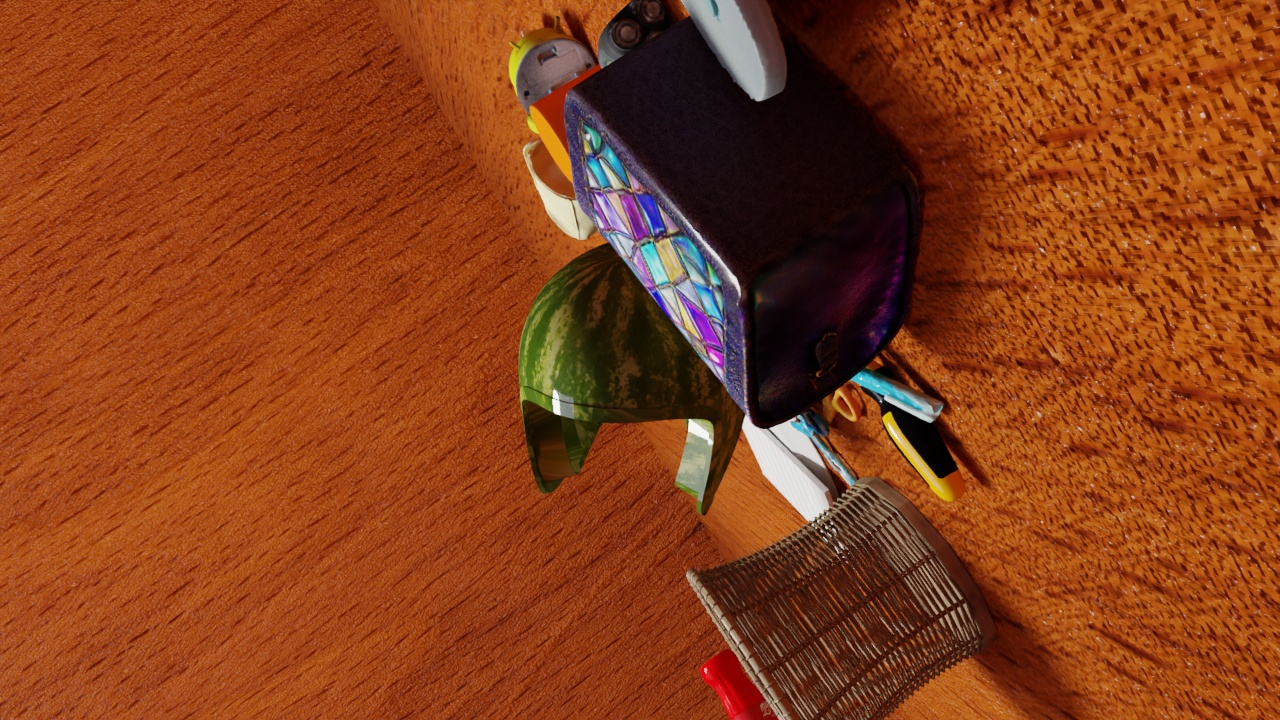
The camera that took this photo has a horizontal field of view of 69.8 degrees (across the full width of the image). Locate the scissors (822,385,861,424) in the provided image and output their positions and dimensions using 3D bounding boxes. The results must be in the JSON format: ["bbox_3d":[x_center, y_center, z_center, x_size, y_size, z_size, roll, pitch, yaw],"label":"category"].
[{"bbox_3d":[0.169,0.036,0.820,0.064,0.013,0.128,51,174,16],"label":"scissors"}]

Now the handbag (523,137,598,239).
[{"bbox_3d":[-0.052,-0.193,0.920,0.081,0.111,0.119,44,173,8],"label":"handbag"}]

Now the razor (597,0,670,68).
[{"bbox_3d":[0.010,-0.207,0.692,0.067,0.054,0.151,42,172,30],"label":"razor"}]

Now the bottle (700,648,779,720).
[{"bbox_3d":[0.099,0.314,0.809,0.119,0.036,0.036,54,173,22],"label":"bottle"}]

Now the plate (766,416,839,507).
[{"bbox_3d":[0.160,0.088,1.110,0.242,0.016,0.243,56,173,9],"label":"plate"}]

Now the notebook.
[{"bbox_3d":[0.182,0.144,1.096,0.209,0.009,0.143,47,168,54],"label":"notebook"}]

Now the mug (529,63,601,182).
[{"bbox_3d":[-0.037,-0.208,0.795,0.077,0.096,0.112,59,173,-14],"label":"mug"}]

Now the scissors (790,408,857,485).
[{"bbox_3d":[0.173,0.070,0.922,0.134,0.011,0.138,53,177,25],"label":"scissors"}]

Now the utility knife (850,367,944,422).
[{"bbox_3d":[0.131,-0.003,0.655,0.181,0.015,0.022,30,164,29],"label":"utility knife"}]

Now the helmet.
[{"bbox_3d":[-0.005,0.005,0.857,0.247,0.213,0.242,81,-159,-46],"label":"helmet"}]

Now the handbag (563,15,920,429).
[{"bbox_3d":[0.058,-0.081,0.575,0.205,0.125,0.222,52,170,23],"label":"handbag"}]

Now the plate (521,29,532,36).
[{"bbox_3d":[-0.091,-0.306,0.974,0.104,0.026,0.104,-24,-91,-83],"label":"plate"}]

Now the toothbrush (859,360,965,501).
[{"bbox_3d":[0.170,0.015,0.660,0.196,0.031,0.031,59,143,19],"label":"toothbrush"}]

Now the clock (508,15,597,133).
[{"bbox_3d":[-0.082,-0.269,0.901,0.057,0.083,0.119,58,173,50],"label":"clock"}]

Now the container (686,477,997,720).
[{"bbox_3d":[0.186,0.239,0.853,0.227,0.196,0.227,56,173,9],"label":"container"}]

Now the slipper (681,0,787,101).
[{"bbox_3d":[0.032,-0.227,0.476,0.268,0.055,0.098,66,-177,37],"label":"slipper"}]
